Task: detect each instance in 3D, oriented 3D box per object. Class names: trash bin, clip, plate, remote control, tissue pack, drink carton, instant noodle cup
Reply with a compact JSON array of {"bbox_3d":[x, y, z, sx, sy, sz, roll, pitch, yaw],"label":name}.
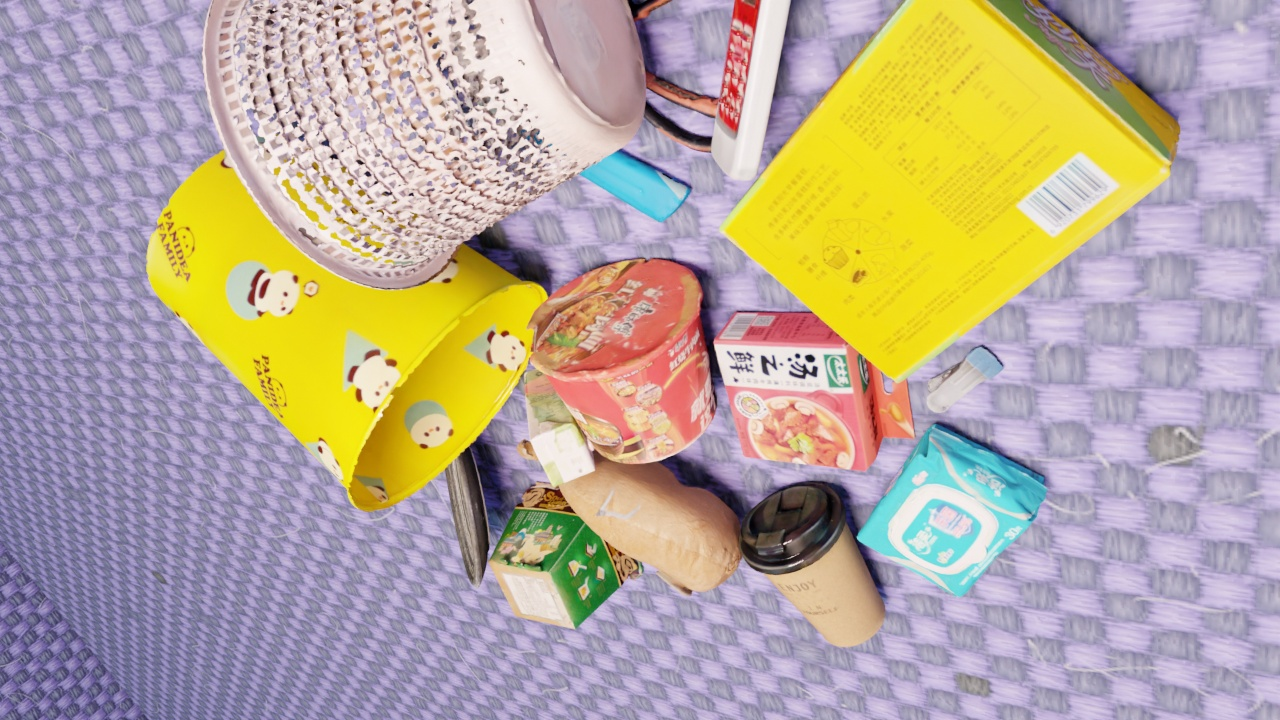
[{"bbox_3d":[-0.247,-0.042,0.767,0.255,0.228,0.230,37,136,11],"label":"trash bin"},{"bbox_3d":[0.223,0.013,0.635,0.024,0.026,0.056,41,124,-4],"label":"clip"},{"bbox_3d":[-0.176,0.140,0.932,0.180,0.024,0.179,171,90,-73],"label":"plate"},{"bbox_3d":[0.065,-0.178,0.547,0.020,0.055,0.136,0,121,-15],"label":"remote control"},{"bbox_3d":[0.229,0.116,0.687,0.093,0.050,0.134,28,135,11],"label":"tissue pack"},{"bbox_3d":[-0.069,0.050,0.787,0.045,0.122,0.053,-21,116,0],"label":"drink carton"},{"bbox_3d":[-0.112,-0.175,0.568,0.193,0.226,0.227,-14,116,28],"label":"trash bin"},{"bbox_3d":[-0.004,0.004,0.704,0.138,0.137,0.109,4,134,31],"label":"instant noodle cup"}]

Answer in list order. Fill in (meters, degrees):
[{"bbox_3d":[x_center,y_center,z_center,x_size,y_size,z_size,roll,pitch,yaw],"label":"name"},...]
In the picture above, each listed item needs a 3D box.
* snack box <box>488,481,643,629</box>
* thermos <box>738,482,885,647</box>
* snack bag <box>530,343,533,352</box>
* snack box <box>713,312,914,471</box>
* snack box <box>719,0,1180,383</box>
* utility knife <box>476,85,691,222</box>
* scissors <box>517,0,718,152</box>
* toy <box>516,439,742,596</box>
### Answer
[{"bbox_3d":[-0.083,0.203,0.924,0.118,0.105,0.117,2,125,34],"label":"snack box"},{"bbox_3d":[0.147,0.171,0.763,0.093,0.092,0.143,-11,124,39],"label":"thermos"},{"bbox_3d":[-0.056,-0.027,0.778,0.045,0.026,0.106,31,136,-14],"label":"snack bag"},{"bbox_3d":[0.130,0.023,0.683,0.127,0.044,0.113,2,125,32],"label":"snack box"},{"bbox_3d":[0.168,-0.106,0.538,0.157,0.069,0.211,41,136,0],"label":"snack box"},{"bbox_3d":[-0.049,-0.157,0.679,0.187,0.018,0.034,31,124,10],"label":"utility knife"},{"bbox_3d":[-0.015,-0.211,0.617,0.227,0.015,0.189,-18,113,42],"label":"scissors"},{"bbox_3d":[-0.013,0.119,0.797,0.226,0.143,0.082,30,91,10],"label":"toy"}]
